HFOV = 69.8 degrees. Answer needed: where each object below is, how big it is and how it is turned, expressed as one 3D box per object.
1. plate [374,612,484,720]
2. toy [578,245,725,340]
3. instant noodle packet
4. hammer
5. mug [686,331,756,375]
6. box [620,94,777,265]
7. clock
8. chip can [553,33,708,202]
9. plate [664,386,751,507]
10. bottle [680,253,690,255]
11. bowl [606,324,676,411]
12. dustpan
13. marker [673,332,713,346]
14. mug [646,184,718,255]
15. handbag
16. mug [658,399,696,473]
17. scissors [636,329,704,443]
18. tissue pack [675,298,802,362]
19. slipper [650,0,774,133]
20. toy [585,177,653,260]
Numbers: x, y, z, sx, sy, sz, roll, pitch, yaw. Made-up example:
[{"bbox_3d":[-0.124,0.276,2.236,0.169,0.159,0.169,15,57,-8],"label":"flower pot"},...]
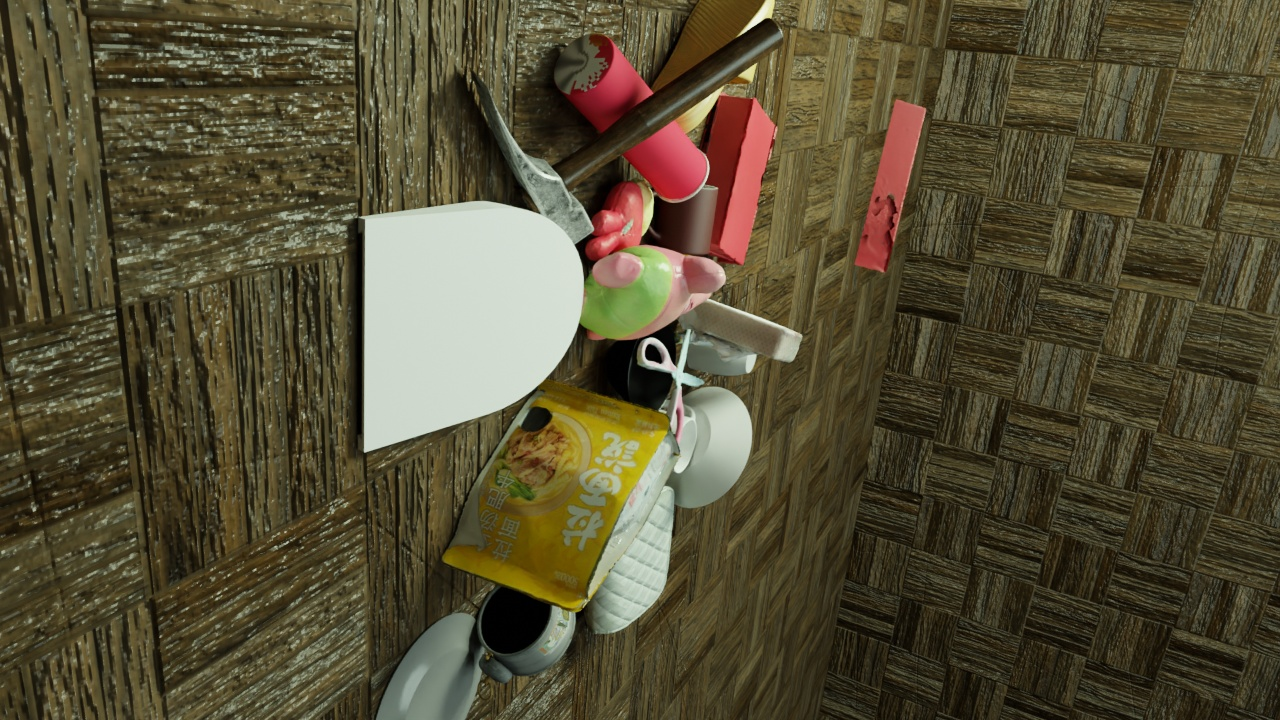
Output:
[{"bbox_3d":[-0.210,0.348,0.942,0.177,0.012,0.179,-43,140,-51],"label":"plate"},{"bbox_3d":[0.012,-0.076,1.023,0.236,0.193,0.096,-9,78,-53],"label":"toy"},{"bbox_3d":[-0.079,0.136,0.924,0.221,0.163,0.084,-58,151,-35],"label":"instant noodle packet"},{"bbox_3d":[0.002,-0.256,0.852,0.300,0.037,0.218,-36,147,-5],"label":"hammer"},{"bbox_3d":[0.121,-0.022,1.368,0.071,0.089,0.107,-63,153,-26],"label":"mug"},{"bbox_3d":[0.065,-0.268,1.387,0.148,0.375,0.213,13,92,-34],"label":"box"},{"bbox_3d":[-0.131,0.294,0.983,0.147,0.104,0.056,-59,141,-23],"label":"clock"},{"bbox_3d":[-0.004,-0.246,0.956,0.220,0.069,0.069,34,72,-56],"label":"chip can"},{"bbox_3d":[0.070,0.112,1.258,0.036,0.174,0.173,28,76,-43],"label":"plate"},{"bbox_3d":[0.030,-0.103,1.153,0.108,0.063,0.063,-26,126,-59],"label":"bottle"},{"bbox_3d":[-0.007,0.007,1.144,0.123,0.053,0.124,-28,123,-56],"label":"bowl"},{"bbox_3d":[-0.157,-0.046,0.831,0.257,0.053,0.192,-17,119,-50],"label":"dustpan"},{"bbox_3d":[0.081,-0.029,1.282,0.146,0.017,0.017,4,101,-36],"label":"marker"},{"bbox_3d":[0.043,-0.179,1.145,0.105,0.073,0.083,-4,109,-35],"label":"mug"},{"bbox_3d":[-0.024,0.257,1.233,0.138,0.072,0.195,-26,127,-49],"label":"handbag"},{"bbox_3d":[0.027,0.091,1.222,0.110,0.090,0.074,-51,146,-44],"label":"mug"},{"bbox_3d":[0.037,0.022,1.137,0.175,0.013,0.170,49,47,-46],"label":"scissors"},{"bbox_3d":[0.116,-0.042,1.236,0.103,0.181,0.071,3,112,-66],"label":"tissue pack"},{"bbox_3d":[0.091,-0.355,1.099,0.262,0.100,0.078,-60,139,-22],"label":"slipper"},{"bbox_3d":[-0.022,-0.155,1.031,0.134,0.045,0.092,-48,147,-49],"label":"toy"}]
